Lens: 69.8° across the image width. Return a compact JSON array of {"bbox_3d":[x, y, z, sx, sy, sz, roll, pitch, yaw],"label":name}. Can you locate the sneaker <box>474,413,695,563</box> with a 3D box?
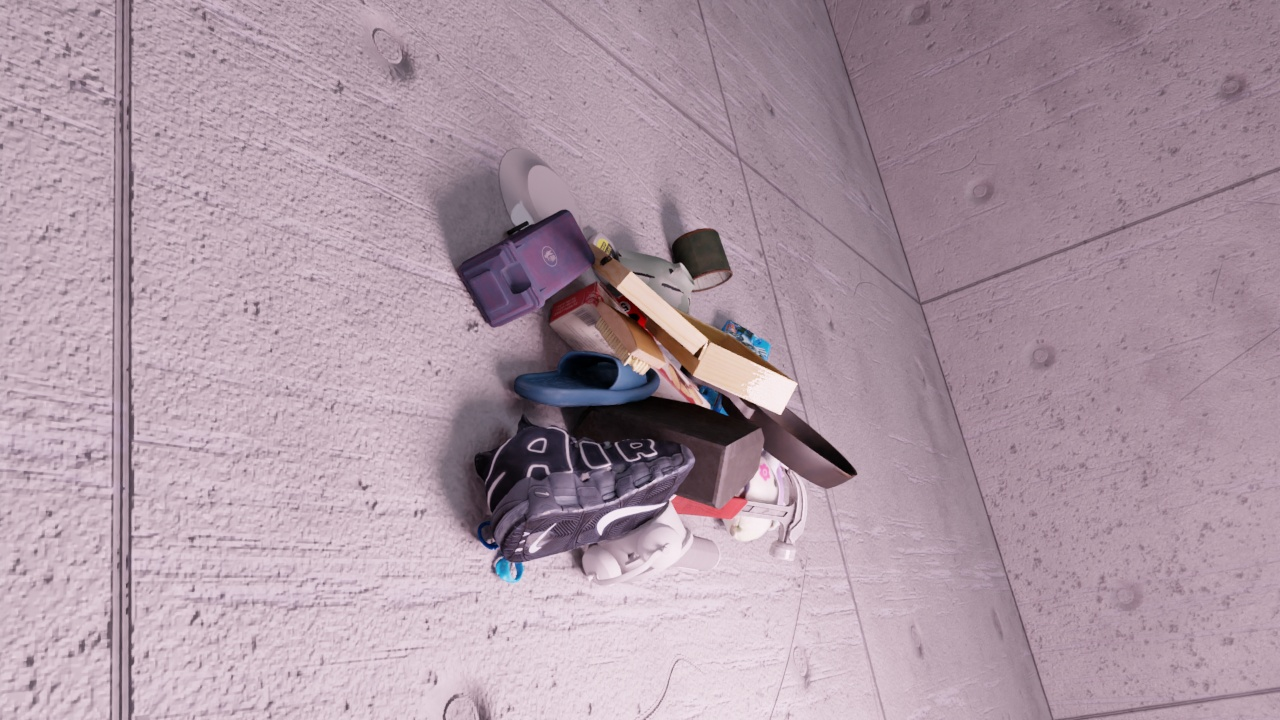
[{"bbox_3d":[-0.069,0.110,0.970,0.251,0.097,0.150,-12,52,-39],"label":"sneaker"}]

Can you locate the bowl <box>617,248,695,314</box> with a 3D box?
[{"bbox_3d":[0.042,-0.107,1.339,0.174,0.068,0.174,51,15,-20],"label":"bowl"}]

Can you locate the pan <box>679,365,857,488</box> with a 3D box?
[{"bbox_3d":[0.163,0.082,1.264,0.355,0.043,0.248,29,13,-43],"label":"pan"}]

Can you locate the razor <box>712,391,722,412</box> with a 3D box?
[{"bbox_3d":[0.101,0.103,1.356,0.044,0.018,0.140,43,60,-36],"label":"razor"}]

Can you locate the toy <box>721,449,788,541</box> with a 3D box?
[{"bbox_3d":[0.175,0.193,1.378,0.209,0.086,0.137,5,91,-67],"label":"toy"}]

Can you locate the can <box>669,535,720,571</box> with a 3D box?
[{"bbox_3d":[0.062,0.249,1.194,0.106,0.044,0.044,25,50,-52],"label":"can"}]

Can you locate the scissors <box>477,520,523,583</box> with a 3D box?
[{"bbox_3d":[-0.127,0.170,0.954,0.073,0.016,0.133,58,28,-13],"label":"scissors"}]

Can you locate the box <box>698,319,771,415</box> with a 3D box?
[{"bbox_3d":[0.172,0.050,1.497,0.167,0.075,0.242,57,30,-21],"label":"box"}]

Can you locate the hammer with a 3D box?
[{"bbox_3d":[0.104,0.191,1.218,0.315,0.036,0.126,13,89,-36],"label":"hammer"}]

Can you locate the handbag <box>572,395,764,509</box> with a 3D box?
[{"bbox_3d":[0.049,0.106,1.140,0.199,0.197,0.102,-14,116,-61],"label":"handbag"}]

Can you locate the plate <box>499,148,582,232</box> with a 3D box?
[{"bbox_3d":[-0.122,-0.207,1.223,0.172,0.019,0.172,39,39,-42],"label":"plate"}]

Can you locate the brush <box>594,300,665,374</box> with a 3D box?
[{"bbox_3d":[-0.016,-0.026,1.083,0.049,0.039,0.117,28,13,-38],"label":"brush"}]

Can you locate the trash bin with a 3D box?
[{"bbox_3d":[-0.131,-0.109,1.068,0.094,0.092,0.160,61,33,-12],"label":"trash bin"}]

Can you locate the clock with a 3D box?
[{"bbox_3d":[-0.002,0.212,1.036,0.061,0.120,0.159,63,20,-10],"label":"clock"}]

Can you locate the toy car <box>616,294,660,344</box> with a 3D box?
[{"bbox_3d":[-0.006,-0.057,1.298,0.089,0.038,0.025,50,33,-30],"label":"toy car"}]

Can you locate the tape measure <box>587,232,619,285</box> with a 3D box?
[{"bbox_3d":[-0.052,-0.146,1.305,0.065,0.017,0.064,54,31,-24],"label":"tape measure"}]

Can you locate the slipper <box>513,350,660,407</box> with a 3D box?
[{"bbox_3d":[-0.063,0.016,1.085,0.213,0.104,0.059,-7,109,-51],"label":"slipper"}]

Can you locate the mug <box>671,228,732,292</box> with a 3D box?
[{"bbox_3d":[0.100,-0.163,1.526,0.111,0.085,0.081,85,-11,-76],"label":"mug"}]

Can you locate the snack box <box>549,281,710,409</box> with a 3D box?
[{"bbox_3d":[-0.007,0.007,1.213,0.273,0.077,0.044,46,31,-34],"label":"snack box"}]

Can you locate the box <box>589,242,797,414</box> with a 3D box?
[{"bbox_3d":[0.047,-0.046,1.143,0.257,0.076,0.247,39,2,-19],"label":"box"}]
